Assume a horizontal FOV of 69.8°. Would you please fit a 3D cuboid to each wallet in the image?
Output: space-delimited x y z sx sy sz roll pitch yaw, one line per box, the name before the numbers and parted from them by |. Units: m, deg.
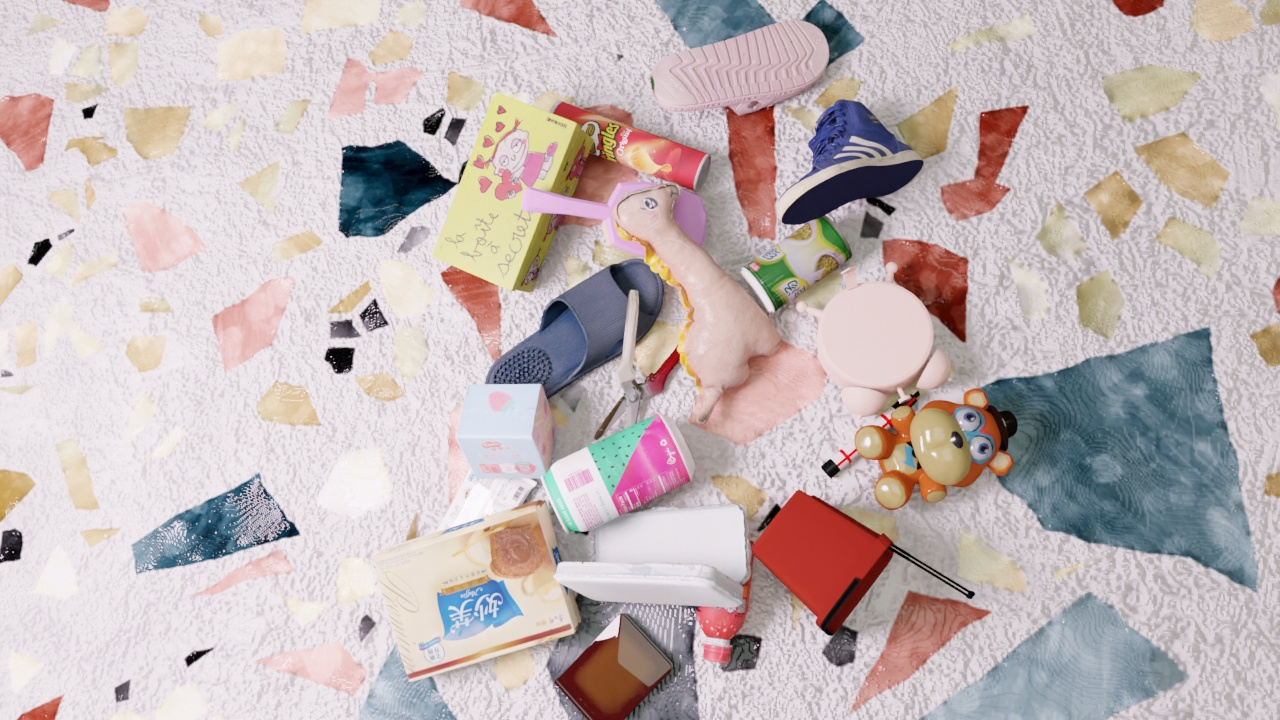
wallet | -0.029 0.364 1.060 0.091 0.018 0.115 44 90 15

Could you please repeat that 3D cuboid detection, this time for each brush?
brush | -0.033 -0.177 1.119 0.228 0.043 0.089 7 90 -15

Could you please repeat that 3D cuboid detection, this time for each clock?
clock | 0.273 -0.026 1.066 0.131 0.086 0.160 -23 77 3

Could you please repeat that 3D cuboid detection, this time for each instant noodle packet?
instant noodle packet | -0.195 0.190 1.118 0.087 0.026 0.134 25 82 13

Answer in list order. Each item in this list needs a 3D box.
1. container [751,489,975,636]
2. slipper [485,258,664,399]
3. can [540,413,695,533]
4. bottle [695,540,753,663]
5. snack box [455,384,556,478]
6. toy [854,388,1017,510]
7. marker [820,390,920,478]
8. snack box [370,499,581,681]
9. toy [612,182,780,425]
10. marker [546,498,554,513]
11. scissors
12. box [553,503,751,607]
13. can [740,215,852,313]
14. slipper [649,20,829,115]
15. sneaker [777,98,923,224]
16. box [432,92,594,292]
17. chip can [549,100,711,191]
container | 0.231 0.237 0.981 0.201 0.148 0.127 36 84 23
slipper | -0.083 -0.032 1.123 0.263 0.082 0.101 -38 77 -1
can | -0.025 0.131 1.064 0.166 0.088 0.088 -25 75 -5
bottle | 0.093 0.269 1.038 0.062 0.062 0.137 6 77 10
snack box | -0.157 0.084 1.091 0.093 0.095 0.079 -1 53 9
toy | 0.334 0.097 1.031 0.176 0.096 0.112 -19 78 -7
marker | 0.272 0.084 1.074 0.145 0.019 0.019 -40 75 -2
snack box | -0.190 0.266 1.068 0.207 0.055 0.153 -18 89 4
toy | 0.048 -0.075 1.085 0.264 0.065 0.195 44 74 -9
marker | -0.086 0.157 1.114 0.146 0.017 0.017 -39 75 -2
scissors | 0.004 0.005 1.114 0.196 0.015 0.179 -29 108 -16
box | 0.007 0.219 1.006 0.212 0.105 0.129 -13 68 29
can | 0.187 -0.116 1.107 0.121 0.067 0.067 -35 75 0
slipper | 0.127 -0.363 1.175 0.239 0.064 0.094 -16 79 -9
sneaker | 0.222 -0.246 1.084 0.232 0.092 0.118 -21 68 -31
box | -0.159 -0.205 1.150 0.124 0.082 0.221 26 95 13
chip can | -0.016 -0.277 1.183 0.215 0.052 0.051 23 81 13
